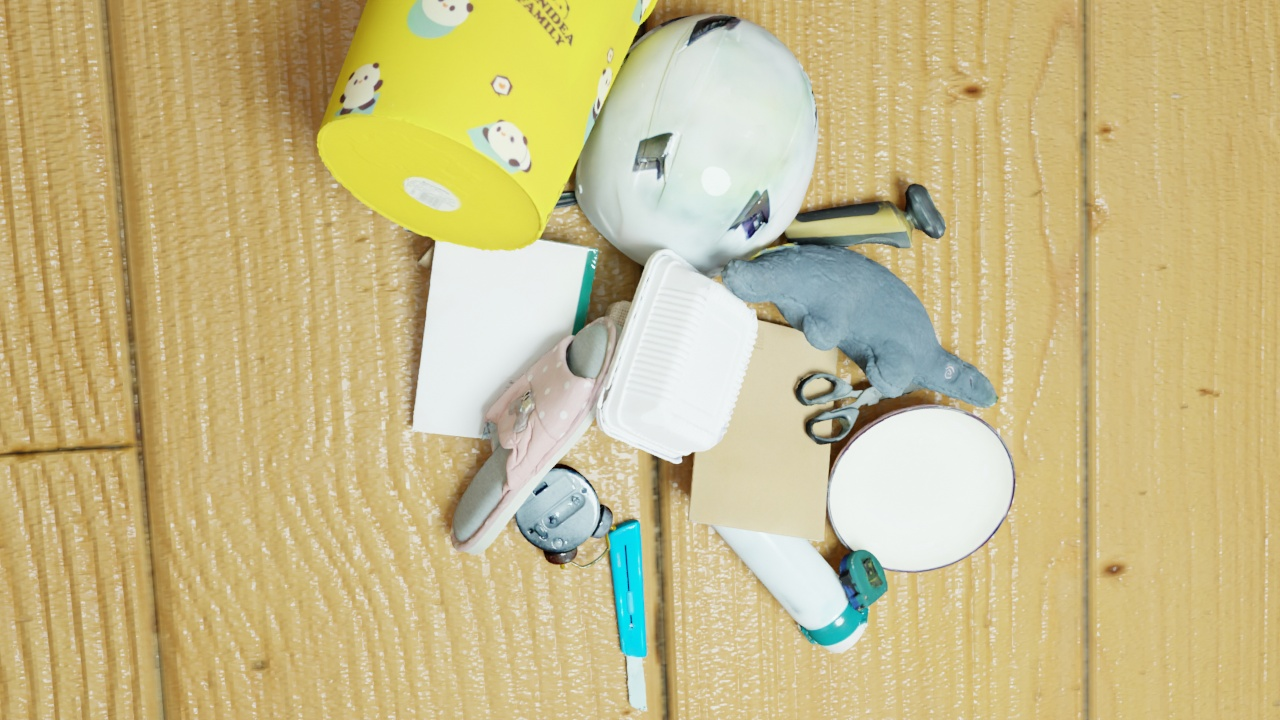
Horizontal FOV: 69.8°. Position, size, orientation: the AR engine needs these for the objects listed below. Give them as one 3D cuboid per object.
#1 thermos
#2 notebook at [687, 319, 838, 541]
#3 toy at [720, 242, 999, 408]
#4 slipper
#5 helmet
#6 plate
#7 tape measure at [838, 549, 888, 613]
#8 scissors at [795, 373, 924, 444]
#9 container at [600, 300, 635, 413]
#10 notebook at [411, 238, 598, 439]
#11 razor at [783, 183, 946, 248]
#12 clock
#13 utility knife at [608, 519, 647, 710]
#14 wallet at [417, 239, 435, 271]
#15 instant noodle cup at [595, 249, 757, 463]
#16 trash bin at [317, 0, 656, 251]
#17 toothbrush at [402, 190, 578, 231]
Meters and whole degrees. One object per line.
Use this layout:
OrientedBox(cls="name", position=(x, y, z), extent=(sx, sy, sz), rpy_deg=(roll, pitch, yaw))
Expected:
OrientedBox(cls="thermos", position=(0.144, 0.205, 0.939), extent=(0.073, 0.073, 0.224), rpy_deg=(-41, 99, -4))
OrientedBox(cls="notebook", position=(0.125, 0.063, 0.909), extent=(0.149, 0.012, 0.211), rpy_deg=(12, 76, -20))
OrientedBox(cls="toy", position=(0.213, -0.044, 0.897), extent=(0.356, 0.137, 0.092), rpy_deg=(24, 125, -26))
OrientedBox(cls="slipper", position=(-0.109, 0.067, 0.851), extent=(0.054, 0.114, 0.275), rpy_deg=(28, 110, -28))
OrientedBox(cls="helmet", position=(0.067, -0.204, 0.846), extent=(0.229, 0.146, 0.258), rpy_deg=(29, 88, -16))
OrientedBox(cls="plate", position=(0.285, 0.128, 0.948), extent=(0.192, 0.039, 0.193), rpy_deg=(0, 111, -1))
OrientedBox(cls="tape measure", position=(0.227, 0.220, 0.931), extent=(0.058, 0.025, 0.054), rpy_deg=(-17, 79, -48))
OrientedBox(cls="scissors", position=(0.238, 0.044, 0.945), extent=(0.173, 0.014, 0.142), rpy_deg=(24, 72, -17))
OrientedBox(cls="container", position=(-0.005, 0.005, 0.892), extent=(0.090, 0.090, 0.111), rpy_deg=(17, 89, -9))
OrientedBox(cls="notebook", position=(-0.131, -0.019, 0.876), extent=(0.150, 0.012, 0.209), rpy_deg=(8, 110, -14))
OrientedBox(cls="razor", position=(0.224, -0.143, 0.933), extent=(0.167, 0.062, 0.068), rpy_deg=(-6, 127, -3))
OrientedBox(cls="clock", position=(-0.076, 0.153, 0.908), extent=(0.082, 0.055, 0.122), rpy_deg=(-37, 99, -5))
OrientedBox(cls="utility knife", position=(-0.009, 0.265, 0.945), extent=(0.034, 0.018, 0.202), rpy_deg=(-6, 96, -8))
OrientedBox(cls="wallet", position=(-0.139, -0.093, 0.870), extent=(0.115, 0.033, 0.090), rpy_deg=(36, 105, -28))
OrientedBox(cls="instant noodle cup", position=(0.044, 0.001, 0.819), extent=(0.138, 0.060, 0.173), rpy_deg=(29, 76, -47))
OrientedBox(cls="trash bin", position=(-0.125, -0.244, 0.748), extent=(0.229, 0.230, 0.254), rpy_deg=(20, 70, -9))
OrientedBox(cls="toothbrush", position=(-0.142, -0.147, 0.899), extent=(0.181, 0.018, 0.015), rpy_deg=(-11, 92, -9))
